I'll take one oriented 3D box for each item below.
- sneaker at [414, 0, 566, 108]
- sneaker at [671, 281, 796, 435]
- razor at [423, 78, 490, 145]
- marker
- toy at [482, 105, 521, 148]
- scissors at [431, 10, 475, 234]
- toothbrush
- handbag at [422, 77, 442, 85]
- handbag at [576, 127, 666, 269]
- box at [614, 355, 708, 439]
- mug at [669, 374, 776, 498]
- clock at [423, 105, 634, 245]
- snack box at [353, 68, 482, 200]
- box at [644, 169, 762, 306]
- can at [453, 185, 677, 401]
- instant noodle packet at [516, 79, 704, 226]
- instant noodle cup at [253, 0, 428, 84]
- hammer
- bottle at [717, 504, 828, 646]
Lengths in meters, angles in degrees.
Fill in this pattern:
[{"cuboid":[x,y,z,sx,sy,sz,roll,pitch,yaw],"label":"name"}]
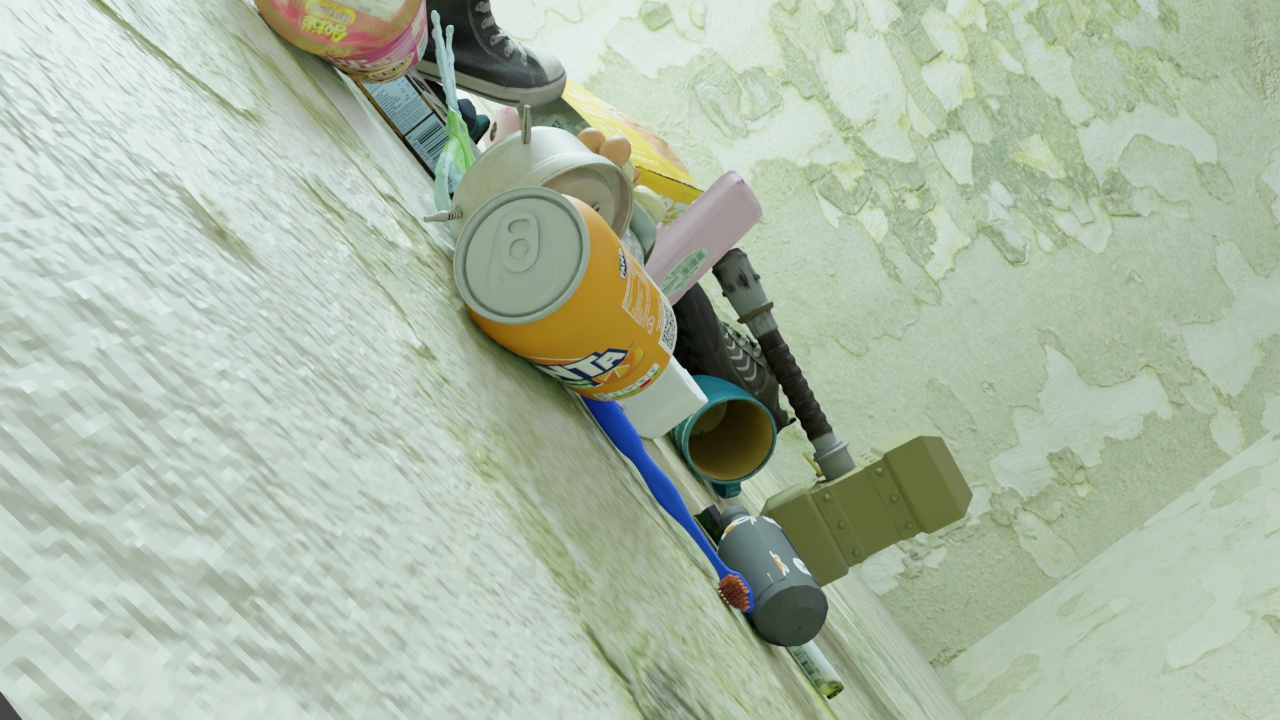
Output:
[{"cuboid":[-0.138,-0.305,0.805,0.234,0.120,0.095,8,37,-45],"label":"sneaker"},{"cuboid":[0.110,-0.007,1.005,0.101,0.142,0.238,10,-54,64],"label":"sneaker"},{"cuboid":[-0.185,-0.235,0.863,0.143,0.047,0.052,17,60,-78],"label":"razor"},{"cuboid":[0.085,0.159,0.613,0.146,0.017,0.017,54,5,17],"label":"marker"},{"cuboid":[-0.094,-0.170,0.984,0.238,0.088,0.190,60,14,16],"label":"toy"},{"cuboid":[-0.117,-0.148,0.598,0.078,0.033,0.175,35,46,-62],"label":"scissors"},{"cuboid":[0.008,0.070,0.536,0.182,0.016,0.018,53,10,13],"label":"toothbrush"},{"cuboid":[-0.247,-0.351,0.886,0.200,0.093,0.199,46,15,-55],"label":"handbag"},{"cuboid":[-0.047,-0.112,0.690,0.112,0.123,0.171,33,4,10],"label":"handbag"},{"cuboid":[-0.011,0.010,0.698,0.107,0.076,0.102,51,6,12],"label":"box"},{"cuboid":[0.069,0.071,0.846,0.104,0.084,0.112,-132,-150,-69],"label":"mug"},{"cuboid":[-0.054,-0.081,0.549,0.061,0.103,0.156,47,6,25],"label":"clock"},{"cuboid":[-0.180,-0.202,0.684,0.186,0.032,0.101,51,4,-8],"label":"snack box"},{"cuboid":[0.034,-0.093,0.901,0.073,0.201,0.149,46,4,4],"label":"box"},{"cuboid":[-0.035,-0.031,0.482,0.079,0.079,0.142,54,5,22],"label":"can"},{"cuboid":[-0.046,-0.233,0.965,0.162,0.084,0.221,1,48,-57],"label":"instant noodle packet"},{"cuboid":[-0.170,-0.215,0.552,0.097,0.097,0.108,52,-4,-4],"label":"instant noodle cup"},{"cuboid":[0.160,0.037,0.907,0.325,0.190,0.100,63,6,5],"label":"hammer"},{"cuboid":[0.076,0.128,0.570,0.047,0.047,0.112,49,5,-30],"label":"bottle"}]
